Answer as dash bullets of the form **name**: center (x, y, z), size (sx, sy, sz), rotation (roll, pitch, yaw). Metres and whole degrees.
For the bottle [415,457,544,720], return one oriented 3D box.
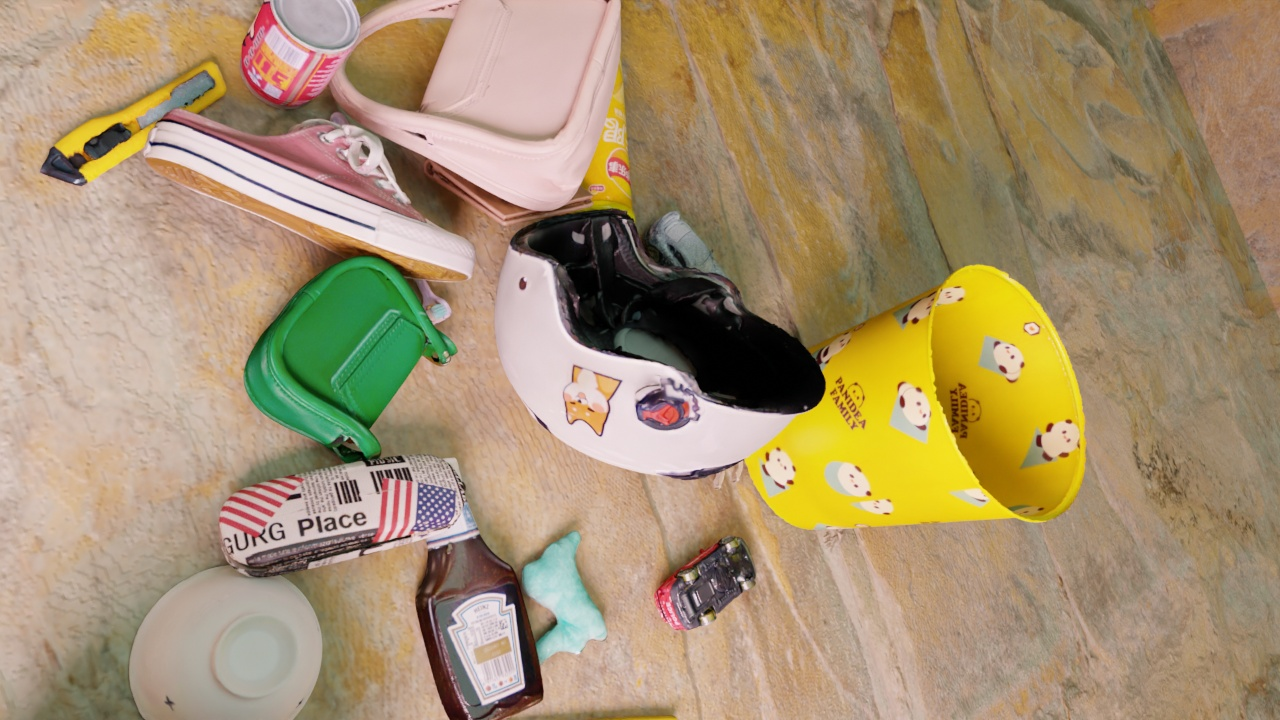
- **bottle**: center (-0.131, 0.171, 0.689), size (0.079, 0.044, 0.195), rotation (-10, 80, -41)

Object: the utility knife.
- **utility knife**: center (-0.353, -0.171, 0.650), size (0.033, 0.015, 0.155), rotation (49, 51, -18)

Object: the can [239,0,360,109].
- **can**: center (-0.260, -0.239, 0.695), size (0.066, 0.094, 0.066), rotation (14, 66, -34)

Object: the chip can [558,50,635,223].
- **chip can**: center (-0.046, -0.224, 0.876), size (0.072, 0.072, 0.213), rotation (10, 68, -36)

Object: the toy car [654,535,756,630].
- **toy car**: center (0.059, 0.200, 0.829), size (0.120, 0.045, 0.053), rotation (-20, 90, -47)

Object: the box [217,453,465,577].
- **box**: center (-0.202, 0.105, 0.631), size (0.164, 0.052, 0.069), rotation (-8, 69, -28)

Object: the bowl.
- **bowl**: center (-0.249, 0.185, 0.576), size (0.118, 0.065, 0.118), rotation (15, 65, -35)

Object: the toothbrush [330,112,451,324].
- **toothbrush**: center (-0.207, -0.116, 0.746), size (0.189, 0.029, 0.021), rotation (63, 9, 0)

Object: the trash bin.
- **trash bin**: center (0.248, 0.057, 0.890), size (0.229, 0.256, 0.229), rotation (14, 67, -35)

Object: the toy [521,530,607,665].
- **toy**: center (-0.064, 0.199, 0.742), size (0.096, 0.030, 0.092), rotation (-34, 95, -35)

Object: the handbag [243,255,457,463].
- **handbag**: center (-0.209, -0.003, 0.670), size (0.120, 0.068, 0.131), rotation (43, 53, -20)

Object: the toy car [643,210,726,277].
- **toy car**: center (0.053, -0.095, 0.931), size (0.120, 0.037, 0.054), rotation (53, 50, -9)

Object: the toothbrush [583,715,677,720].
- **toothbrush**: center (-0.048, 0.295, 0.730), size (0.189, 0.016, 0.016), rotation (12, 72, -35)

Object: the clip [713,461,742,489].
- **clip**: center (0.064, 0.071, 0.886), size (0.095, 0.035, 0.102), rotation (7, 66, -38)

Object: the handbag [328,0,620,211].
- **handbag**: center (-0.140, -0.235, 0.752), size (0.234, 0.093, 0.193), rotation (12, 62, 1)

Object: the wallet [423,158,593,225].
- **wallet**: center (-0.112, -0.153, 0.791), size (0.115, 0.020, 0.101), rotation (35, 40, 31)

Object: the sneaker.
- **sneaker**: center (-0.227, -0.133, 0.676), size (0.241, 0.118, 0.087), rotation (23, 78, -19)

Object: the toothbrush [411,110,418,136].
- **toothbrush**: center (-0.112, -0.258, 0.822), size (0.220, 0.027, 0.026), rotation (-38, 139, -22)

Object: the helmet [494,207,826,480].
- **helmet**: center (-0.004, 0.004, 0.755), size (0.274, 0.157, 0.229), rotation (32, 26, -2)
